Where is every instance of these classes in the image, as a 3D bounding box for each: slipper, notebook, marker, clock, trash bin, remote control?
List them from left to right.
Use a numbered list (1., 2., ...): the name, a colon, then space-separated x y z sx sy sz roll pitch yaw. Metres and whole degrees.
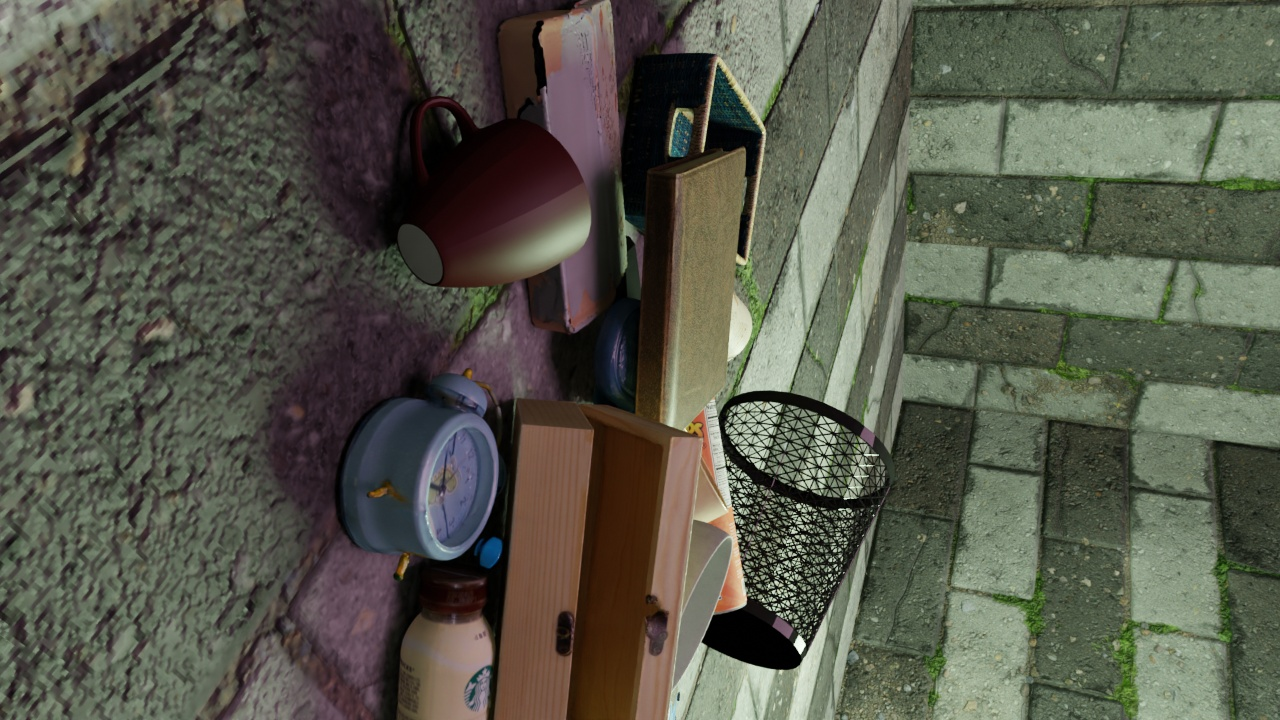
1. clock: -0.114 0.060 0.520 0.124 0.052 0.089 -53 142 -51
2. marker: -0.094 0.120 0.575 0.123 0.015 0.018 123 -9 -75
3. remote control: -0.009 -0.047 0.809 0.039 0.010 0.125 -52 143 -53
4. slipper: -0.004 0.004 0.765 0.214 0.059 0.103 52 53 -69
5. notebook: 0.030 -0.043 0.692 0.189 0.034 0.216 -41 138 -59
6. trash bin: 0.144 0.196 1.035 0.242 0.217 0.217 -61 151 -31

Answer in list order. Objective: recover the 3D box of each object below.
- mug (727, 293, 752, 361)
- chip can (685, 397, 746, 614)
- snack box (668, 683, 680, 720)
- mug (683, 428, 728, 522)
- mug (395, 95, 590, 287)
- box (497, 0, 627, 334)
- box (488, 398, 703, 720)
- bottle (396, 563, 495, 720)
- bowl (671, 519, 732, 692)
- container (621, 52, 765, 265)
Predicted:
1. mug: 0.053 -0.034 0.883 0.097 0.081 0.121 50 42 -53
2. chip can: 0.055 0.133 0.886 0.062 0.062 0.210 -2 82 -69
3. snack box: 0.002 0.342 0.903 0.059 0.059 0.226 1 95 -72
4. mug: 0.006 0.110 0.745 0.085 0.104 0.111 61 4 10
5. mug: -0.095 -0.089 0.505 0.088 0.087 0.114 -39 106 -37
6. box: -0.044 -0.144 0.666 0.153 0.058 0.217 -47 139 -55
7. box: -0.036 0.158 0.611 0.140 0.123 0.249 -139 -124 -83
8. bottle: -0.118 0.206 0.550 0.056 0.057 0.162 -3 100 -68
9. bowl: 0.014 0.181 0.694 0.131 0.064 0.132 -54 157 -38
10. container: 0.051 -0.176 0.837 0.187 0.071 0.145 19 79 -68
